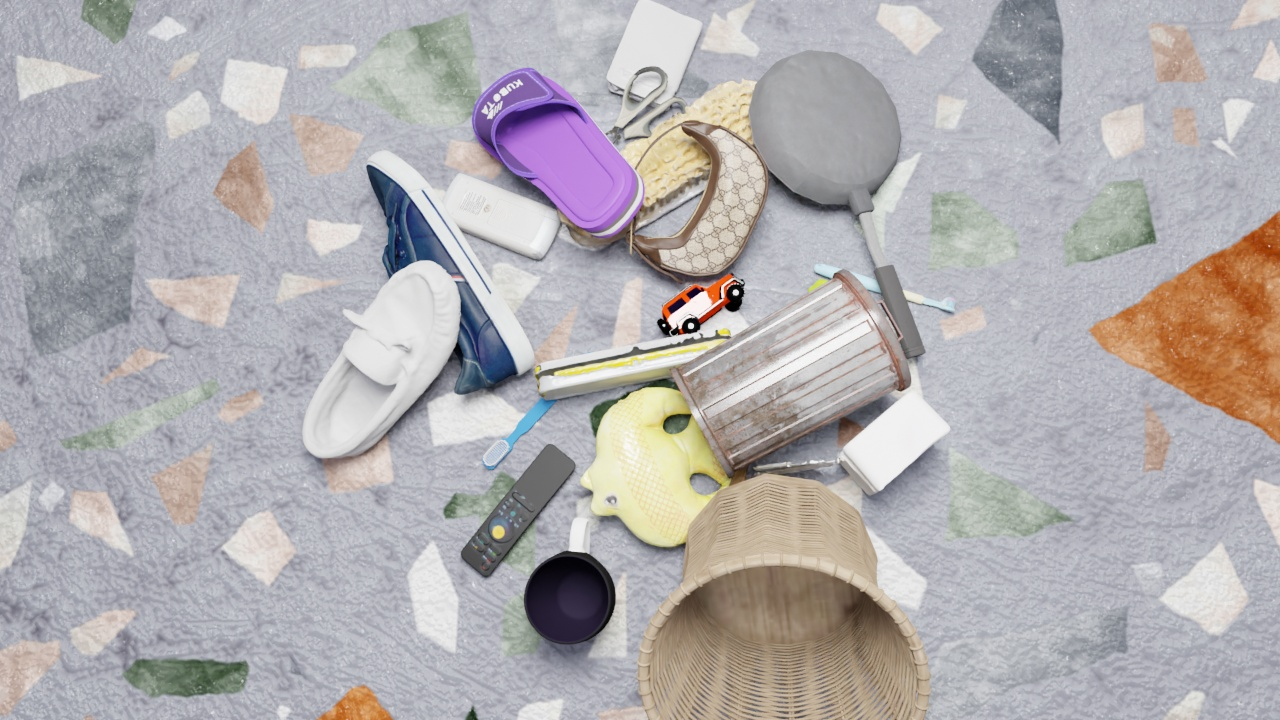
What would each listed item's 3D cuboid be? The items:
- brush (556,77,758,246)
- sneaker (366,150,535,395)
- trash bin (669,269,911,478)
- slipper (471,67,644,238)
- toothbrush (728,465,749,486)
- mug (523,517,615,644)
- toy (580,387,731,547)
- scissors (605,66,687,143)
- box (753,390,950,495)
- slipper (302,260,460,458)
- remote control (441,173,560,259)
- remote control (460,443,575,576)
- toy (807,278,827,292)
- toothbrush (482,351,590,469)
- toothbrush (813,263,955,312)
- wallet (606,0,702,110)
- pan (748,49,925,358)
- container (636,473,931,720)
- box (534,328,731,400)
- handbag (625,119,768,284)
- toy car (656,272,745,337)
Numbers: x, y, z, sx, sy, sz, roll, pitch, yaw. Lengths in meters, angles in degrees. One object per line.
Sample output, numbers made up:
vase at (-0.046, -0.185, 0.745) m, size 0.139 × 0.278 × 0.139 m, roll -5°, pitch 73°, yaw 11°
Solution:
brush at (0.031, -0.217, 1.014) m, size 0.271 × 0.057 × 0.083 m, roll -31°, pitch 78°, yaw -3°
sneaker at (-0.239, -0.087, 0.984) m, size 0.127 × 0.121 × 0.294 m, roll -30°, pitch 80°, yaw -16°
trash bin at (0.150, 0.011, 0.887) m, size 0.211 × 0.131 × 0.130 m, roll -29°, pitch 77°, yaw 3°
slipper at (-0.106, -0.236, 0.964) m, size 0.107 × 0.084 × 0.266 m, roll -48°, pitch 57°, yaw 9°
toothbrush at (0.126, 0.070, 0.958) m, size 0.016 × 0.016 × 0.166 m, roll 15°, pitch 70°, yaw 28°
mug at (-0.063, 0.216, 0.905) m, size 0.085 × 0.100 × 0.118 m, roll 5°, pitch 78°, yaw 5°
toy at (0.016, 0.114, 0.943) m, size 0.154 × 0.065 × 0.170 m, roll -19°, pitch 79°, yaw -16°
scissors at (-0.029, -0.268, 1.035) m, size 0.169 × 0.012 × 0.132 m, roll -9°, pitch 114°, yaw -6°
box at (0.211, 0.100, 0.910) m, size 0.190 × 0.110 × 0.083 m, roll -24°, pitch 75°, yaw 2°
slipper at (-0.268, 0.003, 0.935) m, size 0.112 × 0.074 × 0.247 m, roll 37°, pitch 108°, yaw -3°
remote control at (-0.160, -0.163, 1.033) m, size 0.138 × 0.025 × 0.060 m, roll 22°, pitch 80°, yaw 11°
remote control at (-0.128, 0.157, 0.965) m, size 0.041 × 0.020 × 0.152 m, roll 38°, pitch 84°, yaw 10°
toy at (0.195, -0.042, 0.976) m, size 0.094 × 0.036 × 0.093 m, roll 7°, pitch 73°, yaw -1°
toothbrush at (-0.109, 0.052, 0.989) m, size 0.016 × 0.014 × 0.166 m, roll 42°, pitch 83°, yaw 11°
toothbrush at (0.262, -0.079, 0.989) m, size 0.155 × 0.016 × 0.022 m, roll 17°, pitch 43°, yaw 7°
wallet at (0.015, -0.351, 1.060) m, size 0.086 × 0.032 × 0.116 m, roll 25°, pitch 81°, yaw -2°
pan at (0.232, -0.173, 0.971) m, size 0.178 × 0.041 × 0.357 m, roll -14°, pitch 80°, yaw -22°
container at (0.122, 0.225, 0.807) m, size 0.227 × 0.195 × 0.227 m, roll 2°, pitch 108°, yaw 7°
box at (-0.006, 0.006, 0.961) m, size 0.209 × 0.064 × 0.033 m, roll -10°, pitch 74°, yaw -1°
handbag at (0.053, -0.167, 0.966) m, size 0.138 × 0.063 × 0.167 m, roll 24°, pitch 104°, yaw -5°
toy car at (0.066, -0.059, 0.980) m, size 0.100 × 0.051 × 0.049 m, roll -37°, pitch 80°, yaw -4°
